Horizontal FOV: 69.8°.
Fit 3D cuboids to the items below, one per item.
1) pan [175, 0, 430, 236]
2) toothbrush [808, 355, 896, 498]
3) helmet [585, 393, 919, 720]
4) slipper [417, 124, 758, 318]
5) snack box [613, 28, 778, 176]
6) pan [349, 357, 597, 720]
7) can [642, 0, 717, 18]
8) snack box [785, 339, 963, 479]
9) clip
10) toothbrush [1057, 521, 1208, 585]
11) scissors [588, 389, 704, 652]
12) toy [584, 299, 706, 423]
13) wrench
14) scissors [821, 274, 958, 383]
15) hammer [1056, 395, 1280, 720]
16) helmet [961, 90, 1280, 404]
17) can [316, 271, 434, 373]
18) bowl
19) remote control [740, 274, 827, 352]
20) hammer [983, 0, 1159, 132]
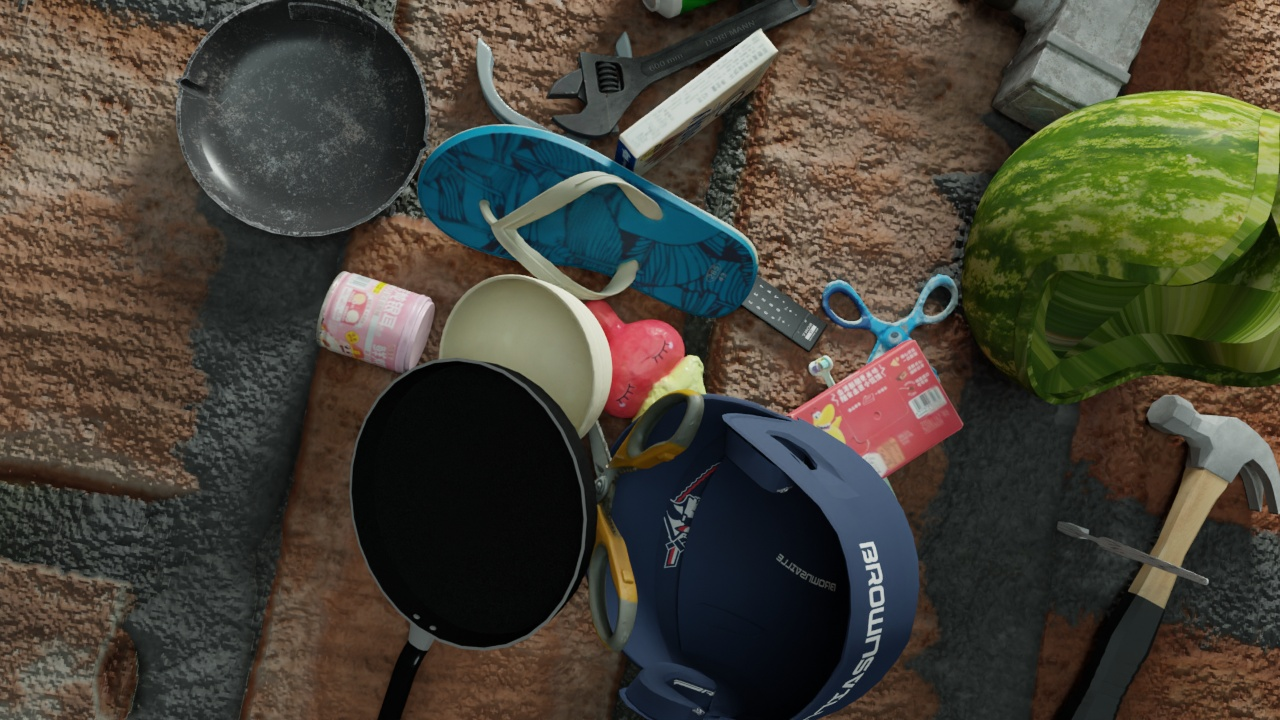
[{"bbox_3d":[-0.259,-0.276,0.774,0.207,0.040,0.356,14,85,-4],"label":"pan"},{"bbox_3d":[0.191,0.068,0.808,0.022,0.015,0.154,-27,89,20],"label":"toothbrush"},{"bbox_3d":[0.076,0.147,0.701,0.272,0.222,0.232,23,97,27],"label":"helmet"},{"bbox_3d":[-0.041,-0.109,0.755,0.295,0.060,0.118,20,110,-6],"label":"slipper"},{"bbox_3d":[0.043,-0.212,0.775,0.150,0.082,0.026,-39,91,-5],"label":"snack box"},{"bbox_3d":[-0.156,0.170,0.731,0.225,0.034,0.357,26,104,24],"label":"pan"},{"bbox_3d":[0.064,-0.354,0.780,0.140,0.088,0.088,-22,89,-6],"label":"can"},{"bbox_3d":[0.202,0.052,0.791,0.133,0.021,0.089,-30,91,-10],"label":"snack box"},{"bbox_3d":[-0.078,-0.231,0.792,0.165,0.032,0.164,38,85,-1],"label":"clip"},{"bbox_3d":[0.393,0.153,0.739,0.010,0.181,0.010,9,91,-8],"label":"toothbrush"},{"bbox_3d":[-0.014,0.097,0.692,0.016,0.225,0.230,17,129,-27],"label":"scissors"},{"bbox_3d":[-0.005,0.005,0.778,0.135,0.045,0.091,43,89,6],"label":"toy"},{"bbox_3d":[0.041,-0.265,0.791,0.272,0.018,0.073,-29,92,-15],"label":"wrench"},{"bbox_3d":[0.222,-0.033,0.819,0.140,0.011,0.134,34,87,-3],"label":"scissors"},{"bbox_3d":[0.456,0.199,0.815,0.131,0.039,0.328,29,86,-4],"label":"hammer"},{"bbox_3d":[0.381,-0.091,0.725,0.213,0.248,0.242,30,60,-34],"label":"helmet"},{"bbox_3d":[-0.215,-0.031,0.750,0.076,0.067,0.067,18,86,-4],"label":"can"},{"bbox_3d":[-0.082,0.005,0.745,0.151,0.075,0.151,4,98,29],"label":"bowl"},{"bbox_3d":[0.100,-0.059,0.808,0.140,0.009,0.030,35,85,-3],"label":"remote control"},{"bbox_3d":[0.289,-0.343,0.803,0.326,0.079,0.177,27,85,-3],"label":"hammer"}]
